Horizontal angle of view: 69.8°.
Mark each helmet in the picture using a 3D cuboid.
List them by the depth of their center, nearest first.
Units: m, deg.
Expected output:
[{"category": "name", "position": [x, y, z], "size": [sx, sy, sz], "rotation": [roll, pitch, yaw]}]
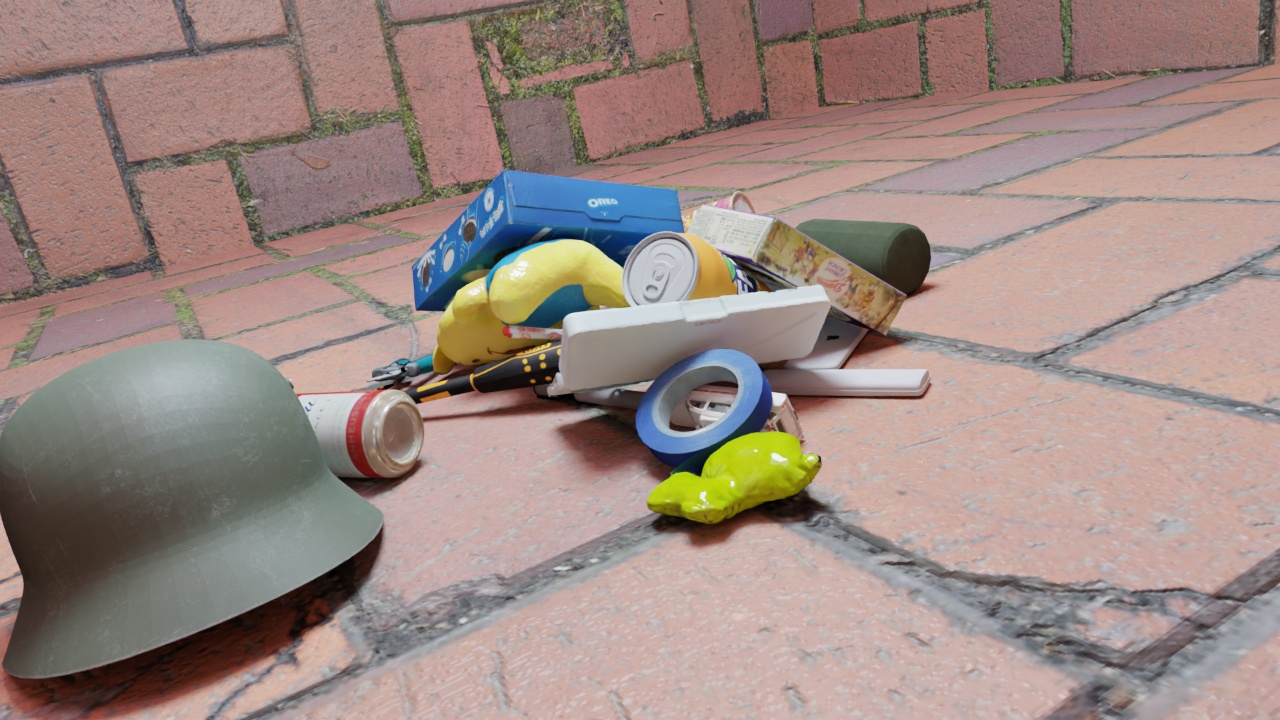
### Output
[{"category": "helmet", "position": [-0.301, 0.066, 0.582], "size": [0.226, 0.154, 0.268], "rotation": [-20, 8, -27]}]

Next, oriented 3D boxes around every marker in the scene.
[{"category": "marker", "position": [-0.037, 0.029, 0.764], "size": [0.141, 0.016, 0.016], "rotation": [6, 24, 42]}, {"category": "marker", "position": [-0.054, -0.021, 0.807], "size": [0.142, 0.013, 0.013], "rotation": [3, 9, -30]}]

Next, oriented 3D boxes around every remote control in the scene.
[{"category": "remote control", "position": [0.150, 0.016, 0.694], "size": [0.131, 0.012, 0.033], "rotation": [-1, 20, 31]}, {"category": "remote control", "position": [0.166, -0.016, 0.791], "size": [0.045, 0.008, 0.146], "rotation": [-1, 20, 29]}]

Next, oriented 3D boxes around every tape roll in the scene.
[{"category": "tape roll", "position": [0.042, 0.031, 0.616], "size": [0.091, 0.016, 0.093], "rotation": [-37, 36, 0]}]

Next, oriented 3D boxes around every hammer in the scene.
[{"category": "hammer", "position": [-0.140, 0.017, 0.796], "size": [0.321, 0.036, 0.123], "rotation": [-13, 11, 16]}]

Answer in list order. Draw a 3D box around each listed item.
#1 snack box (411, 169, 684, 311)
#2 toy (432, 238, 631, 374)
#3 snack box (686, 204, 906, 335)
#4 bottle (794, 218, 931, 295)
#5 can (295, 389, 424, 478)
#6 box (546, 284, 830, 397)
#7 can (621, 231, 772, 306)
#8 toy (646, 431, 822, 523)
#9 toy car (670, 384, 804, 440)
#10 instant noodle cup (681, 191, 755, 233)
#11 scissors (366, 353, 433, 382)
[{"category": "snack box", "position": [-0.101, -0.110, 0.938], "size": [0.195, 0.056, 0.240], "rotation": [-1, -16, -35]}, {"category": "toy", "position": [-0.112, -0.051, 0.873], "size": [0.148, 0.084, 0.215], "rotation": [-5, -13, -30]}, {"category": "snack box", "position": [0.130, -0.081, 0.796], "size": [0.148, 0.040, 0.143], "rotation": [26, 3, -24]}, {"category": "bottle", "position": [0.203, -0.112, 0.964], "size": [0.071, 0.071, 0.207], "rotation": [-21, 20, -28]}, {"category": "can", "position": [-0.253, 0.058, 0.720], "size": [0.170, 0.067, 0.067], "rotation": [-3, 19, 25]}, {"category": "box", "position": [0.033, -0.006, 0.691], "size": [0.197, 0.049, 0.137], "rotation": [-7, -21, -16]}, {"category": "can", "position": [0.051, -0.050, 0.751], "size": [0.079, 0.079, 0.142], "rotation": [1, -13, 33]}, {"category": "toy", "position": [0.056, 0.071, 0.545], "size": [0.093, 0.036, 0.094], "rotation": [-32, 20, -37]}, {"category": "toy car", "position": [0.057, 0.040, 0.642], "size": [0.113, 0.039, 0.038], "rotation": [4, 44, 41]}, {"category": "instant noodle cup", "position": [0.083, -0.146, 1.127], "size": [0.109, 0.098, 0.097], "rotation": [-11, 15, 28]}, {"category": "scissors", "position": [-0.235, 0.008, 0.920], "size": [0.127, 0.019, 0.153], "rotation": [-14, 8, -35]}]
